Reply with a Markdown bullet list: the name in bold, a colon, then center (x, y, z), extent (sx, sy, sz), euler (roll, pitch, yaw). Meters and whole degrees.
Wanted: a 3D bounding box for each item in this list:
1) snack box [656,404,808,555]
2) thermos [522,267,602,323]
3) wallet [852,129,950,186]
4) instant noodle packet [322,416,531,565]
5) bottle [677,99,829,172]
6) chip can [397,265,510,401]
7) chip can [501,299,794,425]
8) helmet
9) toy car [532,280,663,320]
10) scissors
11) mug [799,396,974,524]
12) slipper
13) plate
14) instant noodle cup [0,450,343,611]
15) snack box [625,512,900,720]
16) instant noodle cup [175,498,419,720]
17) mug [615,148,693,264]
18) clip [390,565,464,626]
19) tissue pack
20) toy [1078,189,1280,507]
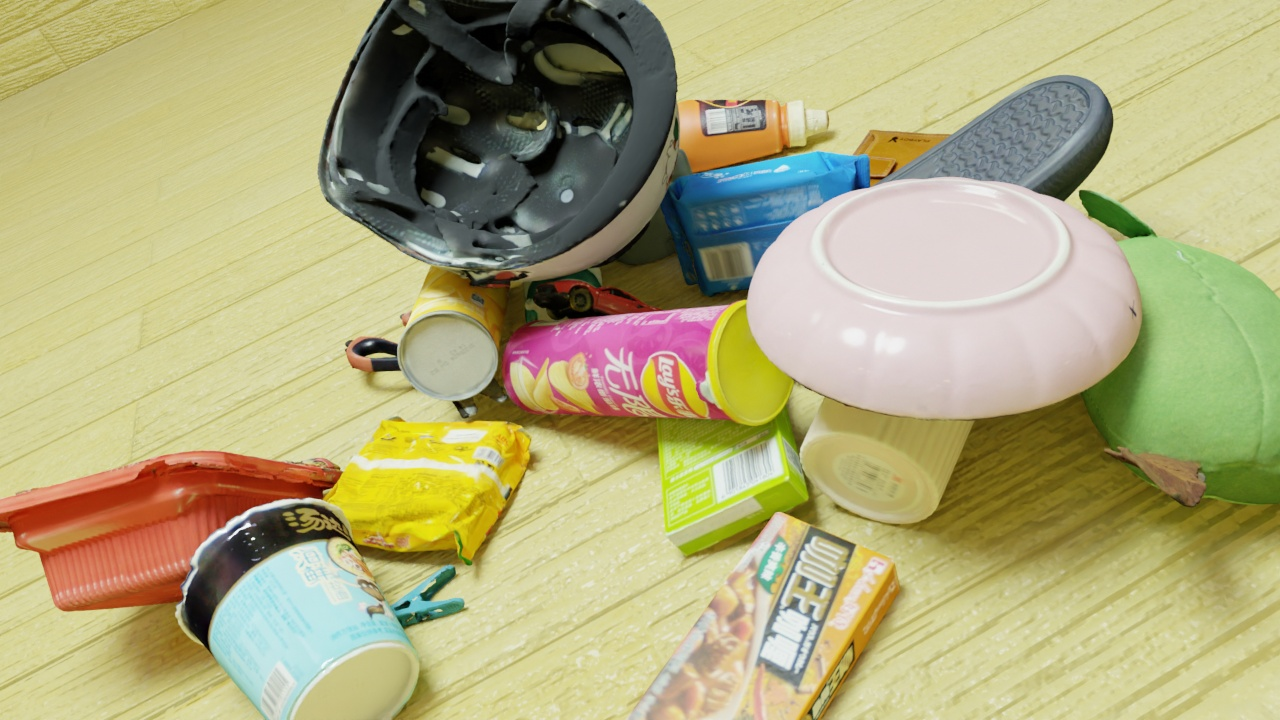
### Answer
- **snack box**: center (0.051, 0.040, 0.580), extent (0.086, 0.026, 0.156), euler (-30, 36, 20)
- **thermos**: center (-0.069, -0.095, 0.785), extent (0.073, 0.073, 0.224), euler (-20, 39, 4)
- **wallet**: center (0.201, -0.140, 0.735), extent (0.119, 0.035, 0.130), euler (16, 52, 31)
- **instant noodle packet**: center (-0.146, 0.086, 0.630), extent (0.129, 0.044, 0.110), euler (2, 43, 24)
- **bottle**: center (0.098, -0.213, 0.848), extent (0.149, 0.067, 0.066), euler (-4, 42, 11)
- **chip can**: center (-0.140, -0.048, 0.722), extent (0.072, 0.072, 0.213), euler (-18, 25, 6)
- **chip can**: center (-0.004, 0.003, 0.592), extent (0.211, 0.071, 0.071), euler (-2, 40, 49)
- **helmet**: center (-0.085, -0.154, 0.667), extent (0.274, 0.157, 0.230), euler (13, 82, 21)
- **toy car**: center (-0.027, -0.037, 0.667), extent (0.049, 0.106, 0.031), euler (-15, 60, 61)
- **scissors**: center (-0.174, 0.002, 0.733), extent (0.206, 0.015, 0.201), euler (-4, 28, 13)
- **mug**: center (0.139, 0.017, 0.515), extent (0.082, 0.114, 0.105), euler (0, 45, 42)
- **slipper**: center (0.191, -0.069, 0.604), extent (0.269, 0.083, 0.110), euler (-37, 34, 25)
- **plate**: center (0.149, -0.047, 0.464), extent (0.192, 0.039, 0.192), euler (-7, 38, 5)
- **instant noodle cup**: center (-0.299, 0.111, 0.599), extent (0.165, 0.189, 0.079), euler (-16, 75, 10)
- **snack box**: center (0.062, 0.151, 0.466), extent (0.075, 0.026, 0.153), euler (18, 54, 39)
- **instant noodle cup**: center (-0.189, 0.157, 0.529), extent (0.111, 0.111, 0.120), euler (-40, 50, -20)
- **mug**: center (0.009, -0.141, 0.770), extent (0.083, 0.103, 0.124), euler (-41, 41, -22)
- **clip**: center (-0.137, 0.152, 0.573), extent (0.054, 0.013, 0.033), euler (-28, 38, -6)
- **tissue pack**: center (0.098, -0.104, 0.691), extent (0.157, 0.095, 0.052), euler (-6, 35, 19)
- **toy**: center (0.285, 0.005, 0.475), extent (0.227, 0.090, 0.246), euler (10, 37, 4)
